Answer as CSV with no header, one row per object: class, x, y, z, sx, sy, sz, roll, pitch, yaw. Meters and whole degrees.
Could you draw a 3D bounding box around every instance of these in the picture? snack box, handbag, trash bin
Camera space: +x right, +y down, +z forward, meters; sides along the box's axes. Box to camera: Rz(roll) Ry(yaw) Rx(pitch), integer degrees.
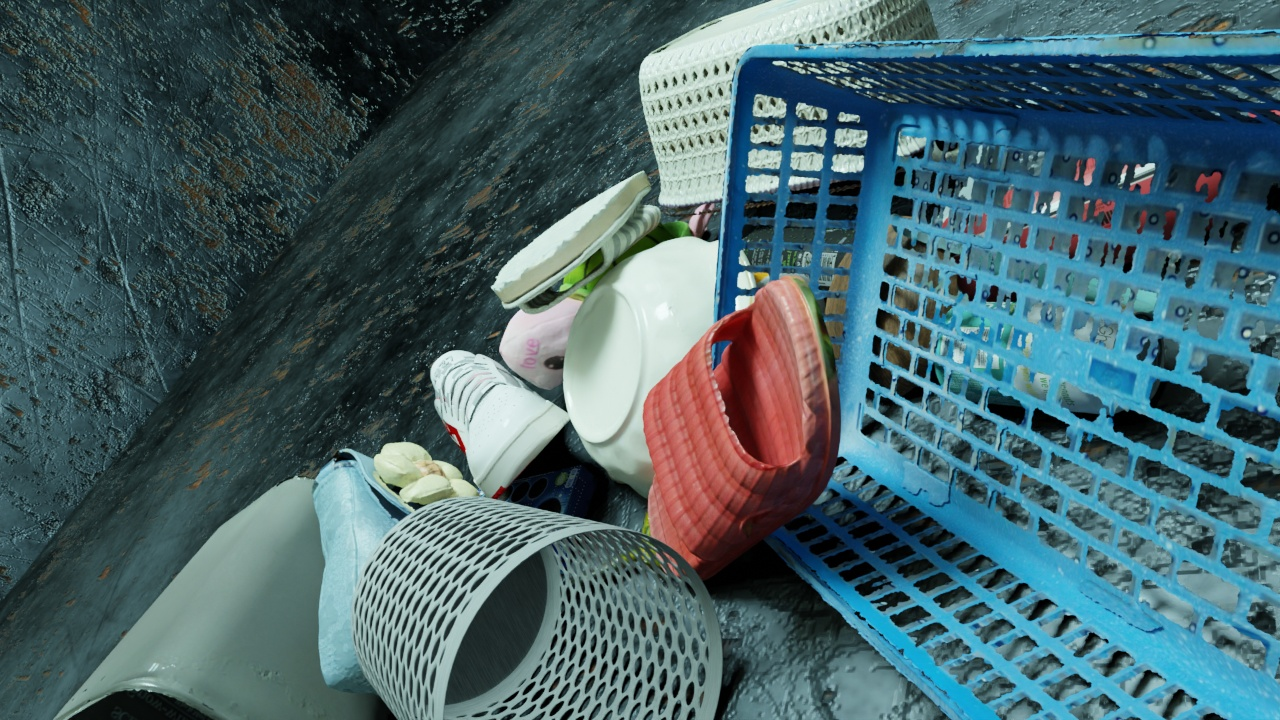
snack box,-0.103,0.135,0.731,0.151,0.027,0.082,-19,37,40
handbag,-0.169,0.143,0.664,0.119,0.121,0.191,-39,42,19
trash bin,-0.071,0.159,0.523,0.184,0.156,0.156,1,52,57
trash bin,-0.286,0.229,0.694,0.198,0.197,0.219,-32,24,26

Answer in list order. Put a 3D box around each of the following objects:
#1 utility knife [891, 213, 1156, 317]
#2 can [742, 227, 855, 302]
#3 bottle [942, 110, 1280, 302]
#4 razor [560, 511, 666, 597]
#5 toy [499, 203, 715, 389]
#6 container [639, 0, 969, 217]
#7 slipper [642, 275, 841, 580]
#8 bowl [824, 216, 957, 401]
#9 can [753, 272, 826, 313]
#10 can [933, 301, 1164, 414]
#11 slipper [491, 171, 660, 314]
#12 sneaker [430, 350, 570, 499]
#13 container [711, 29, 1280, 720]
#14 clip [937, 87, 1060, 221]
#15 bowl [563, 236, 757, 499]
utility knife,0.203,-0.052,0.494,0.147,0.015,0.022,25,109,24
can,0.124,-0.069,0.666,0.054,0.054,0.138,-52,29,-13
bottle,0.256,-0.083,0.498,0.177,0.062,0.062,-23,35,36
razor,-0.024,0.142,0.622,0.106,0.026,0.042,-33,32,31
toy,-0.024,-0.063,0.824,0.237,0.088,0.190,-41,17,-16
container,0.119,-0.206,0.721,0.252,0.143,0.184,-2,28,40
slipper,0.033,0.053,0.487,0.249,0.059,0.103,113,147,-52
bowl,0.141,-0.032,0.555,0.102,0.026,0.114,60,139,45
can,0.064,-0.029,0.667,0.079,0.079,0.143,-52,29,-13
can,0.204,-0.003,0.469,0.102,0.055,0.054,4,55,56
slipper,-0.040,-0.096,0.723,0.115,0.054,0.272,-34,13,23
sneaker,-0.126,0.038,0.739,0.090,0.104,0.236,-48,8,-2
container,0.148,0.002,0.386,0.362,0.089,0.257,-141,51,-62
clip,0.256,-0.106,0.568,0.172,0.030,0.164,-51,27,-9
bowl,-0.004,0.004,0.637,0.220,0.060,0.188,-55,40,40
